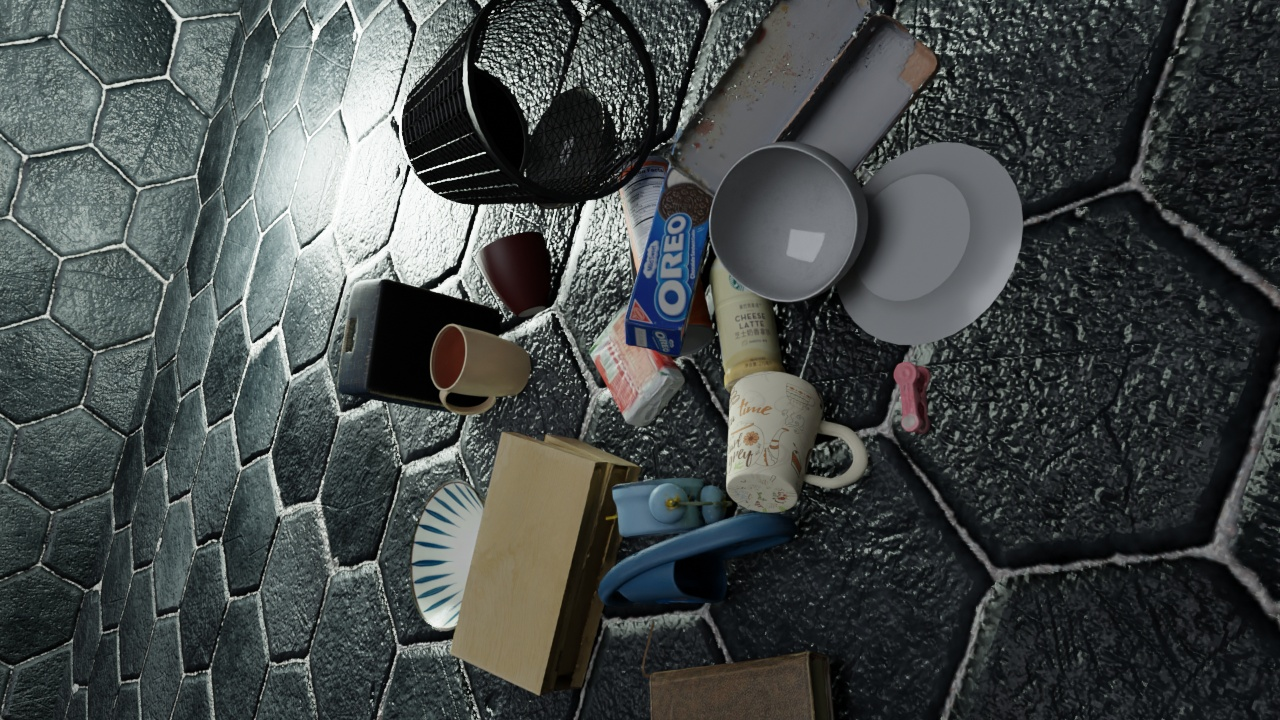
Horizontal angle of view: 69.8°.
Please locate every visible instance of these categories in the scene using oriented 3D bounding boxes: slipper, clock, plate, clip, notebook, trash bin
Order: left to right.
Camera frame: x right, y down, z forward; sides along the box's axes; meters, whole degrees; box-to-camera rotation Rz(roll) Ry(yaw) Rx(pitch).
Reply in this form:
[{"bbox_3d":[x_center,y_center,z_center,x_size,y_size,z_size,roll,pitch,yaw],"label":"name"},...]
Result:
[{"bbox_3d":[-0.139,-0.265,0.993,0.244,0.216,0.217,1,81,55],"label":"trash bin"},{"bbox_3d":[0.027,0.138,0.868,0.125,0.088,0.051,-19,71,47],"label":"clock"},{"bbox_3d":[0.047,0.189,0.825,0.214,0.103,0.059,-32,60,34],"label":"slipper"},{"bbox_3d":[0.079,0.313,0.787,0.216,0.034,0.190,-30,55,47],"label":"notebook"},{"bbox_3d":[0.214,0.029,0.728,0.022,0.038,0.059,-15,73,42],"label":"clip"},{"bbox_3d":[0.227,-0.099,0.759,0.173,0.019,0.172,-16,69,45],"label":"plate"}]

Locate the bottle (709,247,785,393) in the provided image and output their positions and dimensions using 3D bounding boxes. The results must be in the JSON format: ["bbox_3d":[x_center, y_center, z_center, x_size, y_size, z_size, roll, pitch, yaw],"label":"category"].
[{"bbox_3d":[0.097,-0.050,0.863,0.057,0.056,0.162,-26,61,41],"label":"bottle"}]

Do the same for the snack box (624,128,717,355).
[{"bbox_3d":[0.037,-0.118,0.890,0.059,0.059,0.226,89,-164,-65],"label":"snack box"}]

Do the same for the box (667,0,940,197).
[{"bbox_3d":[0.138,-0.222,0.814,0.154,0.058,0.217,40,116,6],"label":"box"}]

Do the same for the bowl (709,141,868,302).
[{"bbox_3d":[0.132,-0.121,0.792,0.132,0.064,0.132,9,109,27],"label":"bowl"}]

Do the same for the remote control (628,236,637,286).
[{"bbox_3d":[0.003,-0.109,0.998,0.010,0.039,0.124,-27,55,30],"label":"remote control"}]

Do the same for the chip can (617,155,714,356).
[{"bbox_3d":[0.024,-0.111,0.955,0.062,0.062,0.210,-34,56,38],"label":"chip can"}]

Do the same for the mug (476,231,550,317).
[{"bbox_3d":[-0.152,-0.098,1.148,0.114,0.087,0.088,139,114,-68],"label":"mug"}]

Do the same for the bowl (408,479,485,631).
[{"bbox_3d":[-0.205,0.236,1.113,0.178,0.070,0.177,-16,67,45],"label":"bowl"}]

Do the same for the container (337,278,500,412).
[{"bbox_3d":[-0.277,-0.014,1.170,0.071,0.187,0.145,-2,78,44],"label":"container"}]

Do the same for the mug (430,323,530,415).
[{"bbox_3d":[-0.201,0.018,1.141,0.085,0.104,0.112,43,113,45],"label":"mug"}]

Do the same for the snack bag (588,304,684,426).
[{"bbox_3d":[-0.006,0.006,0.978,0.077,0.036,0.116,-52,47,24],"label":"snack bag"}]

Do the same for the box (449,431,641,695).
[{"bbox_3d":[-0.106,0.212,0.976,0.141,0.122,0.249,17,94,52],"label":"box"}]

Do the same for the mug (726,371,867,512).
[{"bbox_3d":[0.129,0.076,0.771,0.081,0.122,0.097,92,-169,-51],"label":"mug"}]

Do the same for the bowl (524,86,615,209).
[{"bbox_3d":[-0.073,-0.247,1.103,0.151,0.056,0.150,-15,69,45],"label":"bowl"}]
